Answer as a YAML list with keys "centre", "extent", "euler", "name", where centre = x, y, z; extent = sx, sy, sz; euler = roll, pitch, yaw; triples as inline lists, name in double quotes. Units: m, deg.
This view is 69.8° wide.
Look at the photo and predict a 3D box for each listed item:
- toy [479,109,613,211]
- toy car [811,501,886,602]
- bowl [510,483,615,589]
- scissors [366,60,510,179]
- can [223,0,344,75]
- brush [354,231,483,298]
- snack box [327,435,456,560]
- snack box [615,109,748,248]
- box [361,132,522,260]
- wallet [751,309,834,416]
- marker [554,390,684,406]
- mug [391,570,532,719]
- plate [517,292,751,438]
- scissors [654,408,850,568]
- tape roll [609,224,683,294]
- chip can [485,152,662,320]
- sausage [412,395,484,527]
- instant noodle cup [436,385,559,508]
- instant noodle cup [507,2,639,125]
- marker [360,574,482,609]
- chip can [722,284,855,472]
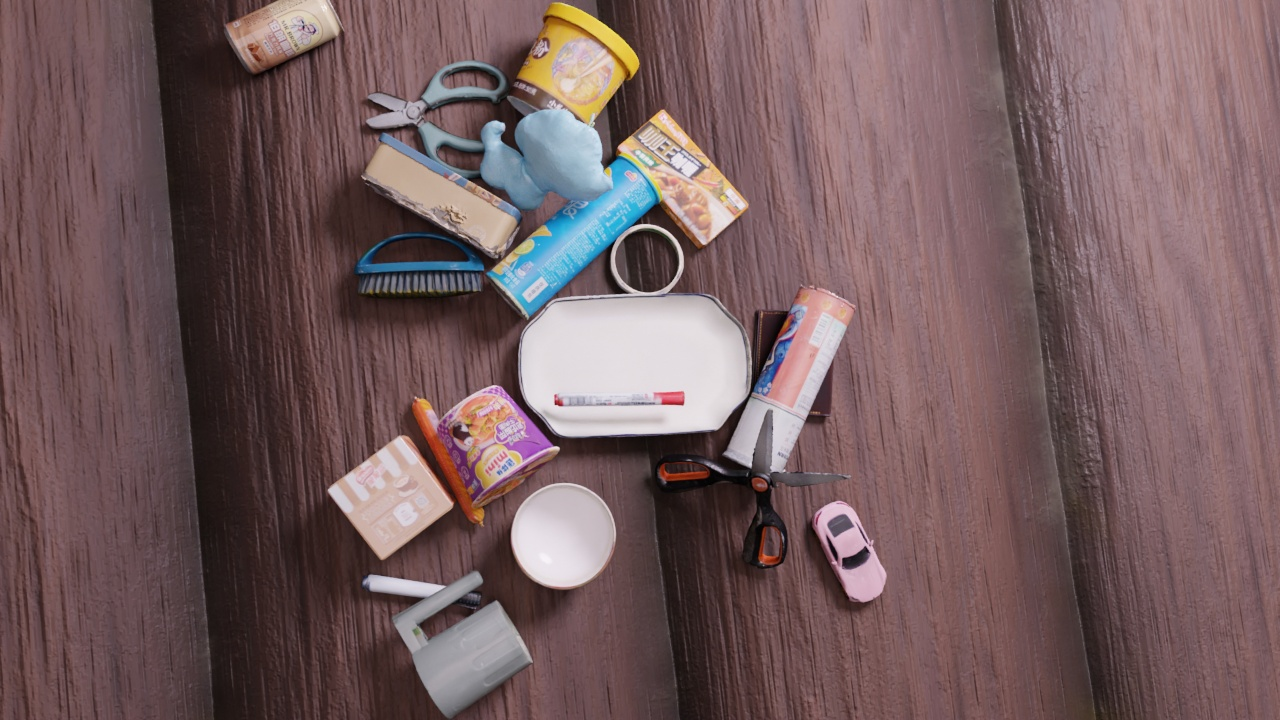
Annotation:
- centre: [-0.103, -0.218, 0.994]
  extent: [0.161, 0.157, 0.049]
  euler: [42, 44, 3]
  name: "toy"
- centre: [0.243, 0.222, 1.064]
  extent: [0.056, 0.037, 0.122]
  euler: [-27, 90, -7]
  name: "toy car"
- centre: [-0.087, 0.191, 1.012]
  extent: [0.113, 0.062, 0.113]
  euler: [1, 85, -8]
  name: "bowl"
- centre: [-0.225, -0.265, 1.052]
  extent: [0.176, 0.019, 0.172]
  euler: [-17, 89, -9]
  name: "scissors"
- centre: [-0.395, -0.367, 1.018]
  extent: [0.116, 0.058, 0.058]
  euler: [-29, 90, -8]
  name: "can"
- centre: [-0.244, -0.105, 1.011]
  extent: [0.144, 0.055, 0.073]
  euler: [-2, 93, 4]
  name: "brush"
- centre: [-0.264, 0.145, 0.985]
  extent: [0.092, 0.077, 0.094]
  euler: [-37, 92, -8]
  name: "snack box"
- centre: [0.049, -0.212, 1.077]
  extent: [0.075, 0.026, 0.153]
  euler: [-42, 91, -9]
  name: "snack box"
- centre: [-0.222, -0.181, 1.010]
  extent: [0.184, 0.090, 0.062]
  euler: [31, 89, -5]
  name: "box"
- centre: [0.181, 0.002, 1.082]
  extent: [0.096, 0.020, 0.122]
  euler: [4, 86, -2]
  name: "wallet"
- centre: [-0.023, 0.043, 1.018]
  extent: [0.145, 0.017, 0.017]
  euler: [0, 86, -7]
  name: "marker"
- centre: [-0.189, 0.300, 0.979]
  extent: [0.103, 0.084, 0.124]
  euler: [-30, 92, -10]
  name: "mug"
- centre: [-0.006, 0.006, 1.050]
  extent: [0.265, 0.034, 0.162]
  euler: [-3, 86, -7]
  name: "plate"
- centre: [0.120, 0.145, 1.001]
  extent: [0.234, 0.021, 0.221]
  euler: [-1, 122, 29]
  name: "scissors"
- centre: [0.007, -0.115, 1.071]
  extent: [0.085, 0.014, 0.085]
  euler: [1, 86, -7]
  name: "tape roll"
- centre: [-0.074, -0.140, 1.034]
  extent: [0.210, 0.071, 0.071]
  euler: [-43, 92, -7]
  name: "chip can"
- centre: [-0.214, 0.112, 1.022]
  extent: [0.021, 0.021, 0.165]
  euler: [-27, 89, -8]
  name: "sausage"
- centre: [-0.160, 0.089, 0.992]
  extent: [0.111, 0.112, 0.099]
  euler: [-35, 83, -9]
  name: "instant noodle cup"
- centre: [-0.081, -0.316, 1.029]
  extent: [0.118, 0.118, 0.114]
  euler: [32, 91, -4]
  name: "instant noodle cup"
- centre: [-0.240, 0.255, 1.010]
  extent: [0.130, 0.018, 0.022]
  euler: [10, 76, -7]
  name: "marker"
- centre: [0.169, 0.024, 1.036]
  extent: [0.071, 0.071, 0.214]
  euler: [25, 88, -5]
  name: "chip can"
